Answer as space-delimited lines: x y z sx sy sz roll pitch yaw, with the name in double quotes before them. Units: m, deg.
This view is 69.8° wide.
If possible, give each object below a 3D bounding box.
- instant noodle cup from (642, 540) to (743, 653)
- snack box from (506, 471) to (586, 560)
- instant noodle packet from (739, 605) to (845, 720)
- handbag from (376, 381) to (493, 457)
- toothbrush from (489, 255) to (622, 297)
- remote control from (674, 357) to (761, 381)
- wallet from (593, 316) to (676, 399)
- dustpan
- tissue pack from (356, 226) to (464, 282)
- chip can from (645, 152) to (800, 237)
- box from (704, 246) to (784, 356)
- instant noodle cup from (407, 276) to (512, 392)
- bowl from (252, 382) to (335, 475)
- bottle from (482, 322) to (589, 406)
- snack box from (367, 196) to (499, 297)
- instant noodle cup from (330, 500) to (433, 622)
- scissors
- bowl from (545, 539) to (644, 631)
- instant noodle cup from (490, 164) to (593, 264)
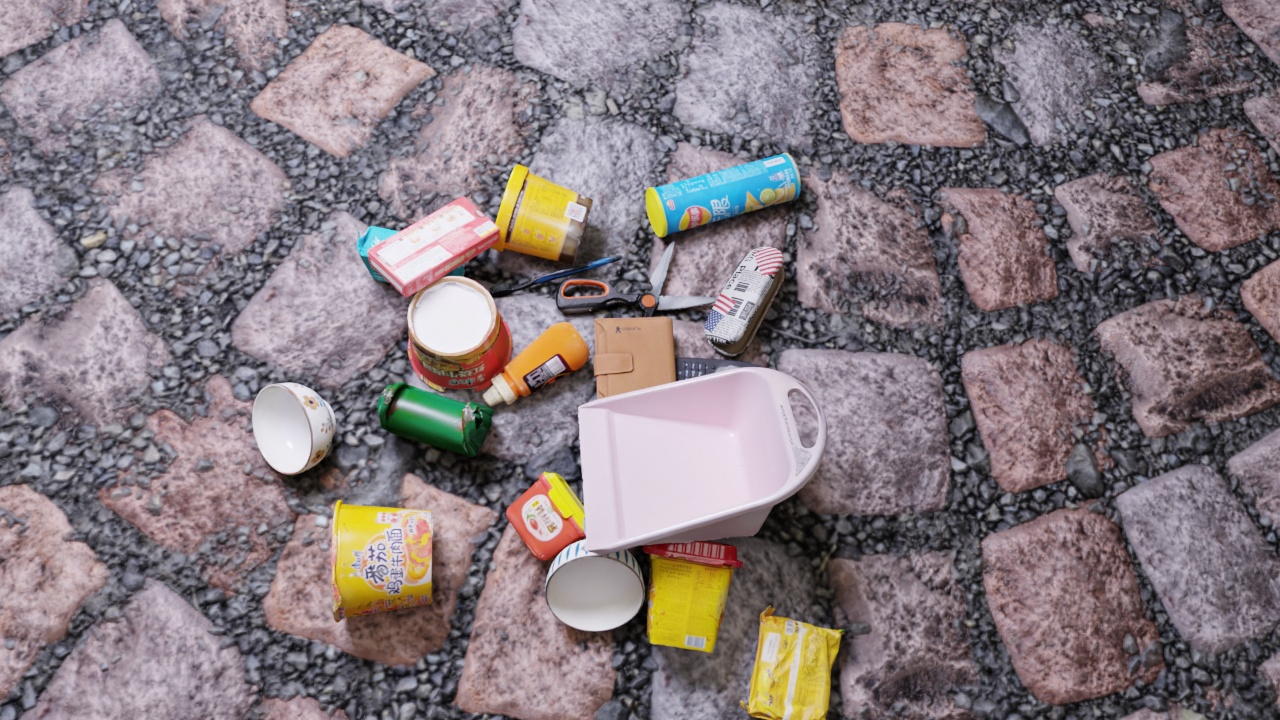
"instant noodle cup" 0.055 0.274 1.090 0.116 0.116 0.123 9 81 -1
"snack box" -0.111 0.193 1.122 0.080 0.082 0.091 -38 76 -2
"instant noodle packet" 0.182 0.368 1.096 0.111 0.044 0.128 16 73 -5
"handbag" -0.252 0.067 1.131 0.131 0.120 0.068 18 75 0
"toothbrush" -0.116 -0.118 1.254 0.189 0.014 0.016 -17 57 -2
"remote control" 0.099 0.024 1.224 0.136 0.024 0.053 5 69 0
"wallet" -0.007 0.007 1.200 0.108 0.031 0.131 -1 71 -5
"dustpan" 0.065 0.095 1.066 0.273 0.139 0.222 3 45 -14
"tissue pack" -0.305 -0.131 1.213 0.133 0.093 0.050 13 73 0
"chip can" 0.117 -0.234 1.296 0.210 0.071 0.071 -17 72 -11
"box" 0.140 -0.089 1.240 0.075 0.082 0.163 28 73 12
"instant noodle cup" -0.236 -0.039 1.176 0.138 0.109 0.137 1 69 -4
"bowl" -0.418 0.080 1.133 0.113 0.114 0.062 53 31 14
"bottle" -0.140 0.012 1.194 0.149 0.067 0.066 -35 76 -8
"snack box" -0.258 -0.145 1.154 0.075 0.026 0.152 40 59 20
"instant noodle cup" -0.297 0.231 1.066 0.109 0.138 0.138 1 70 -13
"scissors" -0.007 -0.068 1.252 0.221 0.022 0.233 14 71 0
"bowl" -0.054 0.258 1.094 0.116 0.117 0.066 4 28 -3
"instant noodle cup" -0.131 -0.191 1.240 0.114 0.119 0.118 17 69 -6
